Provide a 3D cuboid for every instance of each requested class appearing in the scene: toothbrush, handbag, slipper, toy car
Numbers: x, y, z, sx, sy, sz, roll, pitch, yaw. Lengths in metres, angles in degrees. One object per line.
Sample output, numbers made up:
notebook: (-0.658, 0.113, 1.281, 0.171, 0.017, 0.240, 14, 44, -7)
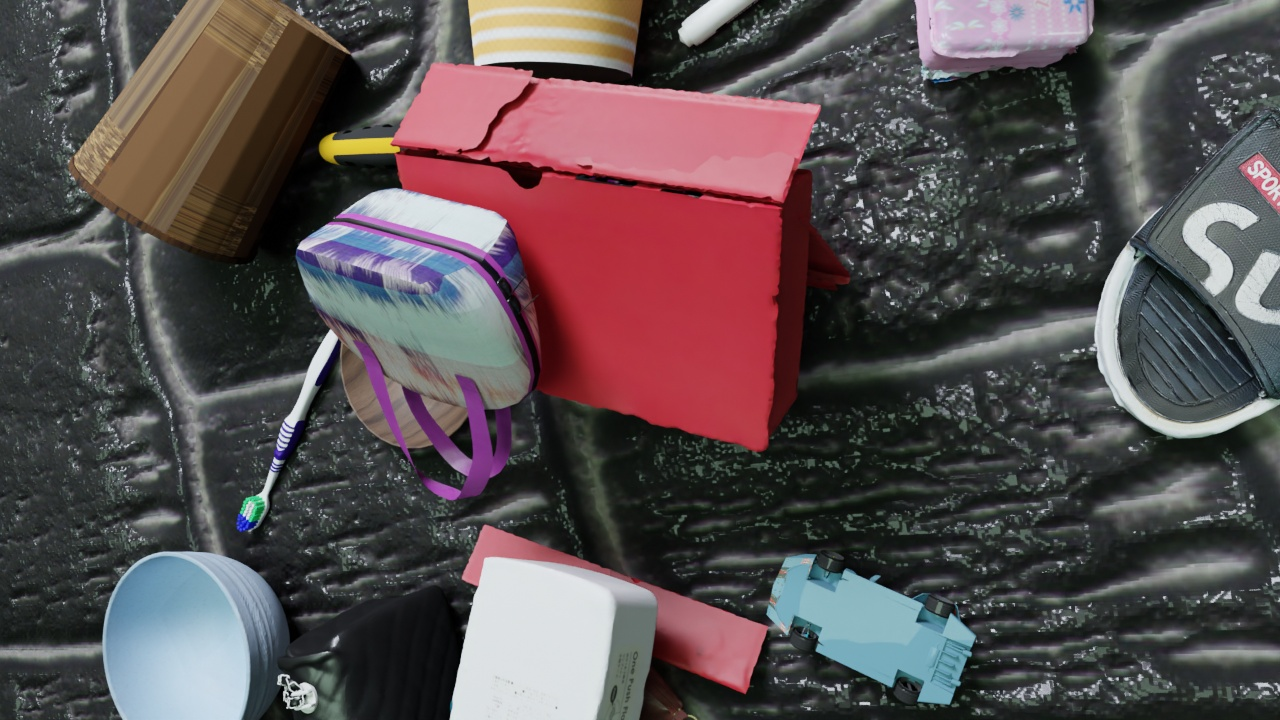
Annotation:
toothbrush: (-0.262, 0.052, 0.690, 0.015, 0.016, 0.187, 34, 104, 20)
handbag: (0.031, 0.226, 0.534, 0.120, 0.029, 0.055, 32, 135, 32)
slipper: (0.318, -0.072, 0.403, 0.264, 0.063, 0.111, -40, 75, 17)
toothbrush: (-0.136, -0.147, 0.624, 0.197, 0.031, 0.031, 3, 101, 20)
handbag: (-0.108, 0.005, 0.483, 0.145, 0.067, 0.170, 17, 132, 24)
toy car: (0.127, 0.144, 0.509, 0.108, 0.027, 0.060, 21, 99, 23)
handbag: (-0.183, 0.239, 0.597, 0.115, 0.125, 0.153, -14, 85, 24)

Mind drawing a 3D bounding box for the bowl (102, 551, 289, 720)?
bowl: (-0.318, 0.212, 0.685, 0.151, 0.074, 0.150, 0, 90, 24)

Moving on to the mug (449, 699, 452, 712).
mug: (-0.059, 0.241, 0.572, 0.121, 0.078, 0.078, 40, 106, 23)

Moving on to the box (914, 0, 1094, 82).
box: (0.179, -0.263, 0.477, 0.084, 0.063, 0.230, -3, 89, -1)

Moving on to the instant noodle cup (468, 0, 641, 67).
instant noodle cup: (-0.049, -0.232, 0.540, 0.123, 0.123, 0.121, 7, 101, 24)

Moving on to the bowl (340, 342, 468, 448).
bowl: (-0.148, -0.001, 0.629, 0.119, 0.032, 0.119, 0, 91, 24)

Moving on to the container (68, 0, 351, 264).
container: (-0.292, -0.174, 0.645, 0.132, 0.132, 0.167, 39, 100, 19)

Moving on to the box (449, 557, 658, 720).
box: (-0.038, 0.175, 0.531, 0.103, 0.101, 0.108, 6, 79, 34)

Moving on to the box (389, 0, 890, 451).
box: (0.009, -0.178, 0.463, 0.213, 0.127, 0.425, 13, 94, 25)
